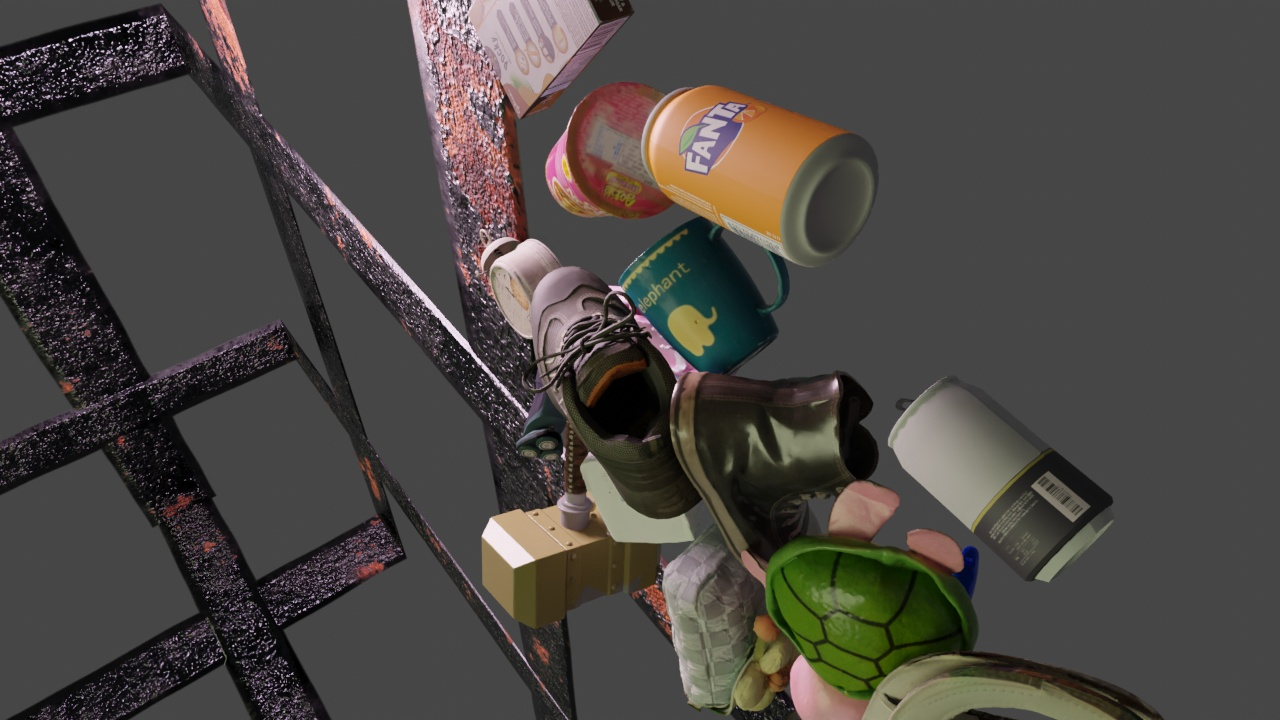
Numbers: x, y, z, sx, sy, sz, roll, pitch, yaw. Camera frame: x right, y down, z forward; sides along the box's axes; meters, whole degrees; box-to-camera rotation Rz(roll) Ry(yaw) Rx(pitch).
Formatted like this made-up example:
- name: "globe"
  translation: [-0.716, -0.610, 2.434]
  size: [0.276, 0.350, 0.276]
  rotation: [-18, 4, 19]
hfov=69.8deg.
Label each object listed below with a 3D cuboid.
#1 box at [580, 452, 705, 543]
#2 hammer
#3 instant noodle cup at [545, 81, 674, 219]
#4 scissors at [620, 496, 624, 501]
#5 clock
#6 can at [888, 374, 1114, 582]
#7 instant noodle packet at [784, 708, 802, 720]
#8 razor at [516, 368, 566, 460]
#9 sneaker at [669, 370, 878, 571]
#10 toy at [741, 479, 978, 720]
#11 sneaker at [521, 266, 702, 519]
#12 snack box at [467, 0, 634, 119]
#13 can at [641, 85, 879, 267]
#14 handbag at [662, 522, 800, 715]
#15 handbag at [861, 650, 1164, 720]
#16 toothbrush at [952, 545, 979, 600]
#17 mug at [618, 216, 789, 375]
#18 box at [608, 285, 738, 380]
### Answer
- name: "box"
  translation: [0.010, 0.117, 0.906]
  size: [0.103, 0.076, 0.107]
  rotation: [-8, 121, 27]
- name: "hammer"
  translation: [-0.069, 0.101, 0.982]
  size: [0.101, 0.189, 0.325]
  rotation: [29, 123, 49]
- name: "instant noodle cup"
  translation: [-0.025, -0.150, 0.699]
  size: [0.098, 0.097, 0.109]
  rotation: [66, 161, -10]
- name: "scissors"
  translation: [0.049, 0.117, 0.828]
  size: [0.176, 0.032, 0.078]
  rotation: [-14, 113, 38]
- name: "clock"
  translation: [-0.133, -0.085, 0.992]
  size: [0.157, 0.061, 0.104]
  rotation: [48, 152, 21]
- name: "can"
  translation: [0.198, 0.062, 0.523]
  size: [0.127, 0.064, 0.064]
  rotation: [46, 151, 29]
- name: "instant noodle packet"
  translation: [0.232, 0.422, 0.830]
  size: [0.222, 0.084, 0.163]
  rotation: [26, 138, 42]
- name: "razor"
  translation: [-0.086, 0.026, 0.895]
  size: [0.052, 0.047, 0.143]
  rotation: [1, 80, 66]
- name: "sneaker"
  translation: [0.120, 0.089, 0.674]
  size: [0.120, 0.095, 0.235]
  rotation: [-4, 135, 27]
- name: "toy"
  translation: [0.150, 0.179, 0.627]
  size: [0.190, 0.087, 0.239]
  rotation: [20, 132, 16]
- name: "sneaker"
  translation: [-0.037, 0.001, 0.689]
  size: [0.238, 0.101, 0.143]
  rotation: [57, 177, 32]
- name: "snack box"
  translation: [-0.078, -0.276, 0.729]
  size: [0.101, 0.031, 0.186]
  rotation: [64, 155, -5]
- name: "can"
  translation: [0.070, -0.117, 0.562]
  size: [0.142, 0.079, 0.079]
  rotation: [36, 145, 42]
- name: "handbag"
  translation: [0.090, 0.246, 0.864]
  size: [0.123, 0.112, 0.172]
  rotation: [17, 131, 43]
- name: "handbag"
  translation: [0.227, 0.263, 0.557]
  size: [0.201, 0.092, 0.200]
  rotation: [6, 126, 15]
- name: "toothbrush"
  translation: [0.225, 0.195, 0.664]
  size: [0.016, 0.018, 0.183]
  rotation: [16, 135, 24]
- name: "mug"
  translation: [0.057, -0.049, 0.670]
  size: [0.112, 0.084, 0.104]
  rotation: [-41, 82, 35]
- name: "box"
  translation: [0.009, 0.006, 0.819]
  size: [0.202, 0.073, 0.150]
  rotation: [14, 102, 57]
